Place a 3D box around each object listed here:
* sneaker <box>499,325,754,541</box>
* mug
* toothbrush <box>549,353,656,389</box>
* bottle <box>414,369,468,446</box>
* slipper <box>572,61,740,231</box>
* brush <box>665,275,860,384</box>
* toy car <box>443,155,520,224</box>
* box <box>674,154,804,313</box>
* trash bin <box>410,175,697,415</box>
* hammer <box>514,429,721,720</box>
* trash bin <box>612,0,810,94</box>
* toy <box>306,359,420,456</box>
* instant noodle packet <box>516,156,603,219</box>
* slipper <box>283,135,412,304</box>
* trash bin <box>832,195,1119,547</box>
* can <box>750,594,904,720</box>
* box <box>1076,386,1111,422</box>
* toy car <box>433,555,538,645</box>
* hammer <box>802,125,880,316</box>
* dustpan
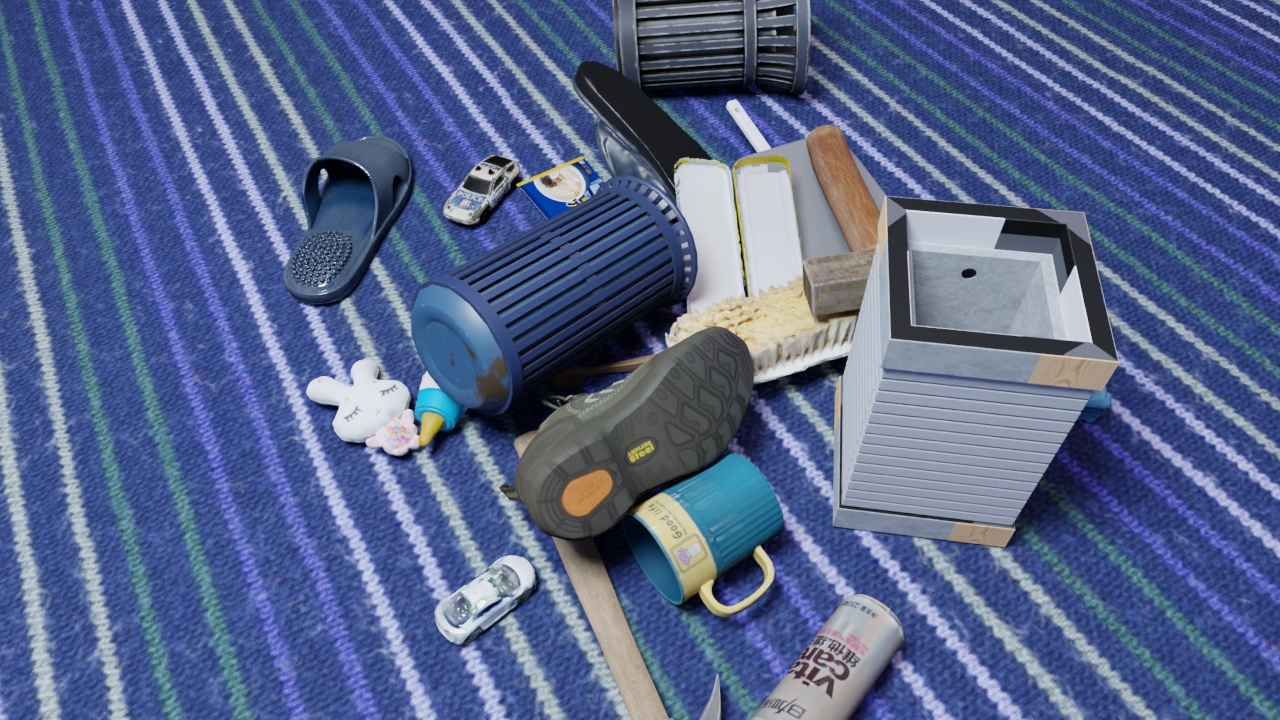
[{"bbox_3d":[-0.017,0.061,0.774,0.237,0.101,0.143,-36,17,-26],"label":"sneaker"},{"bbox_3d":[0.060,0.146,0.737,0.107,0.083,0.113,-27,66,-23],"label":"mug"},{"bbox_3d":[-0.005,0.005,0.891,0.166,0.016,0.016,-11,51,-7],"label":"toothbrush"},{"bbox_3d":[-0.178,0.021,0.859,0.051,0.051,0.145,10,52,9],"label":"bottle"},{"bbox_3d":[0.008,-0.221,1.042,0.265,0.084,0.108,49,37,12],"label":"slipper"},{"bbox_3d":[0.155,-0.036,0.860,0.271,0.057,0.083,-17,47,-7],"label":"brush"},{"bbox_3d":[-0.180,-0.197,1.043,0.048,0.041,0.112,19,54,17],"label":"toy car"},{"bbox_3d":[0.103,-0.118,0.940,0.129,0.034,0.209,-2,70,-6],"label":"box"},{"bbox_3d":[-0.079,-0.060,0.838,0.139,0.139,0.248,34,49,25],"label":"trash bin"},{"bbox_3d":[-0.039,0.186,0.743,0.119,0.031,0.331,-20,50,-12],"label":"hammer"},{"bbox_3d":[0.084,-0.407,1.136,0.227,0.164,0.164,-3,51,3],"label":"trash bin"},{"bbox_3d":[-0.251,0.044,0.851,0.075,0.037,0.125,-33,56,-27],"label":"toy"},{"bbox_3d":[-0.072,-0.178,1.035,0.087,0.026,0.134,-27,55,-15],"label":"instant noodle packet"},{"bbox_3d":[-0.322,-0.179,1.006,0.101,0.083,0.262,6,52,3],"label":"slipper"},{"bbox_3d":[0.243,0.018,0.725,0.142,0.247,0.142,6,51,6],"label":"trash bin"},{"bbox_3d":[0.138,0.236,0.675,0.054,0.054,0.135,34,59,25],"label":"can"},{"bbox_3d":[0.326,-0.029,0.903,0.231,0.034,0.174,6,50,7],"label":"box"},{"bbox_3d":[-0.123,0.189,0.737,0.089,0.027,0.039,-35,56,-24],"label":"toy car"},{"bbox_3d":[0.218,-0.157,0.911,0.158,0.037,0.300,-9,40,3],"label":"hammer"},{"bbox_3d":[0.169,-0.208,1.032,0.163,0.033,0.257,-21,67,-22],"label":"dustpan"}]
